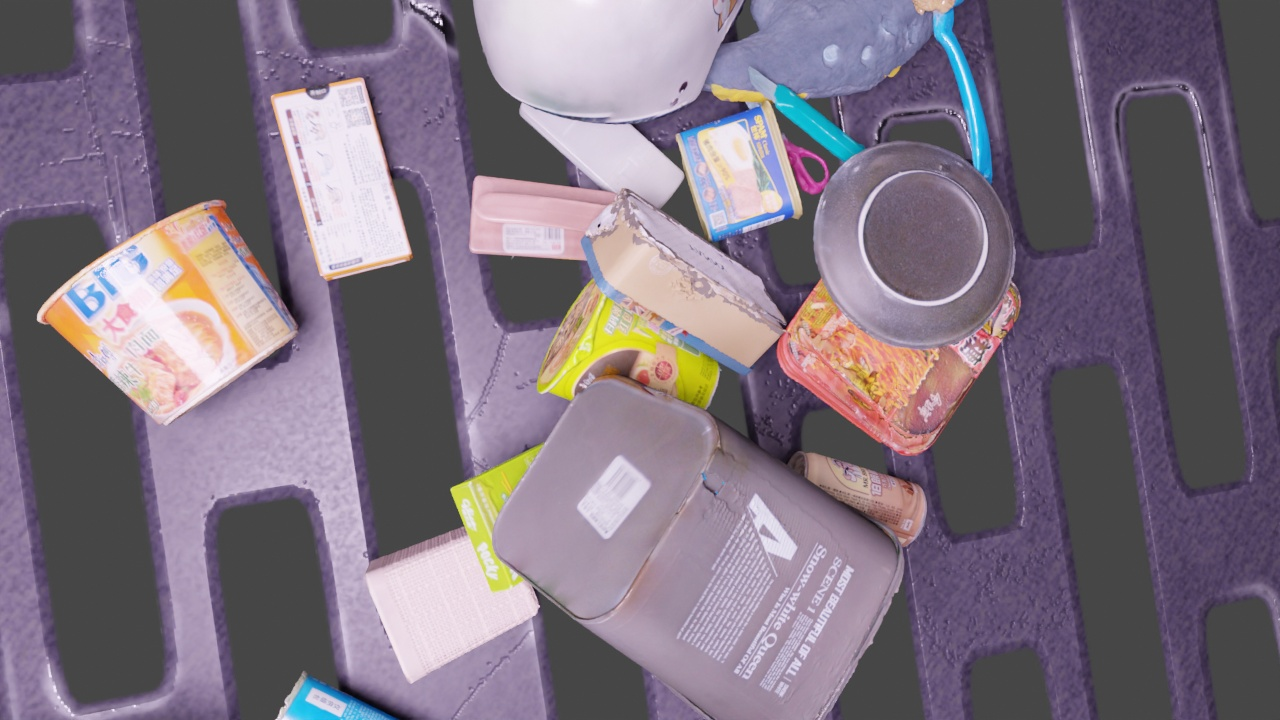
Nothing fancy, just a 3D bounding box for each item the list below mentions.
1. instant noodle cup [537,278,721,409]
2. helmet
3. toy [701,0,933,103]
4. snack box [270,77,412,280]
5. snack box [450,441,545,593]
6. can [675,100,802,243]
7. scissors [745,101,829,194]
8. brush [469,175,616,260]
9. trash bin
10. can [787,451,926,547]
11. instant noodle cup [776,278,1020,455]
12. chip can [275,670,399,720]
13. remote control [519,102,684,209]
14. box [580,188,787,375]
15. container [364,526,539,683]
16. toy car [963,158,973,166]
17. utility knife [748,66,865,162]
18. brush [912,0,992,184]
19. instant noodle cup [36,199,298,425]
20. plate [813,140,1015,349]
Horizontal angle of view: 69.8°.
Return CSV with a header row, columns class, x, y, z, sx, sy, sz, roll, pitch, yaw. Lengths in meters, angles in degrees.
class,x,y,z,sx,sy,sz,roll,pitch,yaw
instant noodle cup,-0.004,0.004,0.753,0.123,0.112,0.111,29,83,-15
helmet,-0.027,-0.331,0.709,0.230,0.157,0.273,17,81,7
toy,0.182,-0.308,0.805,0.356,0.091,0.138,-38,76,-11
snack box,-0.244,-0.149,0.753,0.075,0.026,0.153,-15,91,-10
snack box,-0.073,0.110,0.724,0.156,0.026,0.086,-25,93,-53
can,0.083,-0.159,0.787,0.083,0.057,0.102,-17,90,4
scissors,0.127,-0.207,0.826,0.073,0.017,0.137,-17,87,-9
brush,-0.067,-0.114,0.759,0.145,0.073,0.063,4,86,-11
trash bin,0.037,0.137,0.661,0.219,0.199,0.198,41,77,-39
can,0.185,0.121,0.800,0.116,0.058,0.058,17,85,-9
instant noodle cup,0.218,-0.027,0.801,0.164,0.079,0.188,38,81,-6
chip can,-0.190,0.325,0.723,0.210,0.071,0.071,30,83,-7
remote control,-0.034,-0.187,0.792,0.150,0.021,0.058,42,82,-6
box,0.042,-0.058,0.737,0.184,0.089,0.061,31,114,-32
container,-0.147,0.182,0.728,0.110,0.090,0.090,-22,91,-13
toy car,0.269,-0.160,0.835,0.090,0.043,0.034,-19,118,-7
utility knife,0.154,-0.202,0.793,0.182,0.013,0.029,26,66,-35
brush,0.264,-0.257,0.764,0.083,0.046,0.255,-35,114,-36
instant noodle cup,-0.336,-0.031,0.678,0.151,0.151,0.111,-37,102,-9
plate,0.230,-0.099,0.758,0.179,0.024,0.179,1,82,-8
